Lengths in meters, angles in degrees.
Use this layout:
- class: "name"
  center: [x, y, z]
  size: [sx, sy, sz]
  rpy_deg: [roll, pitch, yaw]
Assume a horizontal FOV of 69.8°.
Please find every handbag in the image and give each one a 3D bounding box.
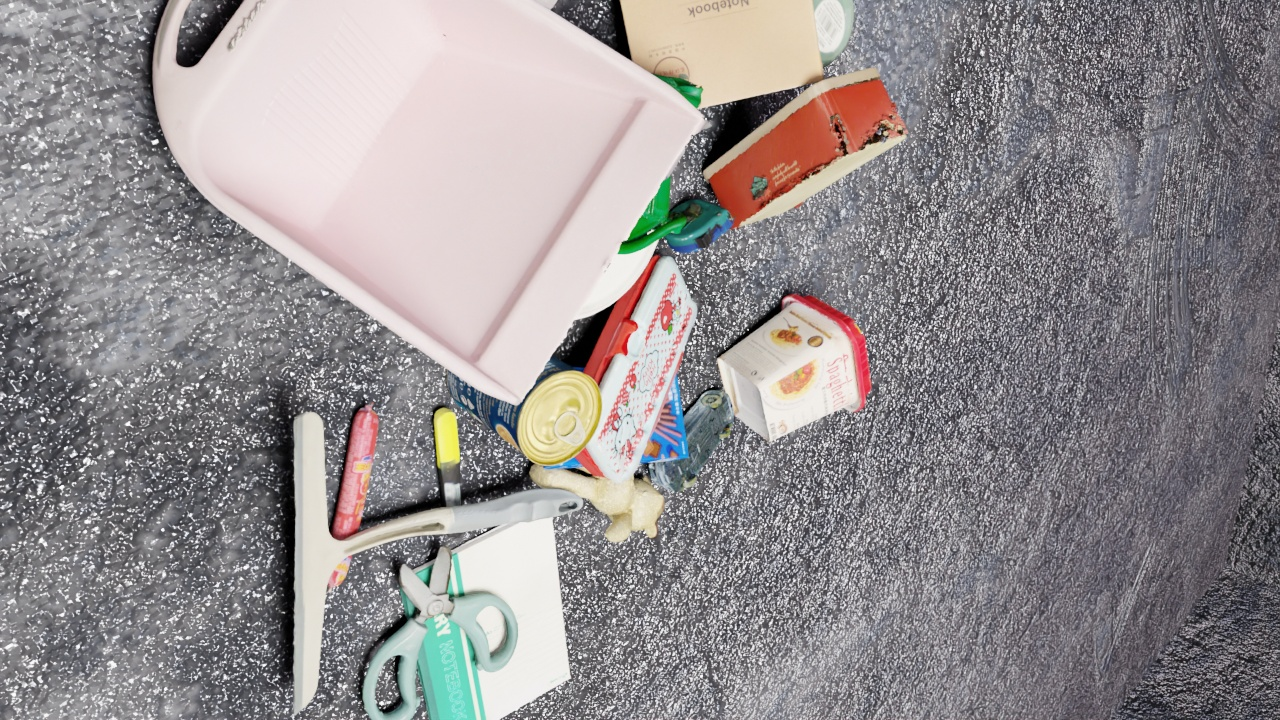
- class: "handbag"
  center: [-0.007, -0.147, 0.679]
  size: [0.120, 0.068, 0.131]
  rpy_deg: [-17, 119, -39]

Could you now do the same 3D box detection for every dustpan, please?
- class: "dustpan"
  center: [-0.135, -0.135, 0.537]
  size: [0.222, 0.273, 0.139]
  rpy_deg: [-61, 161, -8]

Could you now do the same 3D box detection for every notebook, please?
- class: "notebook"
  center: [0.053, -0.301, 0.691]
  size: [0.148, 0.008, 0.208]
  rpy_deg: [-13, 107, -2]
- class: "notebook"
  center: [-0.136, 0.248, 0.839]
  size: [0.150, 0.012, 0.209]
  rpy_deg: [-23, 122, -33]

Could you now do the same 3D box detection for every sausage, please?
- class: "sausage"
  center: [-0.218, 0.104, 0.693]
  size: [0.020, 0.020, 0.156]
  rpy_deg: [4, 105, -44]

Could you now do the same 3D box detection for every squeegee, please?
- class: "squeegee"
  center: [-0.156, 0.130, 0.723]
  size: [0.246, 0.039, 0.247]
  rpy_deg: [-9, 117, -37]

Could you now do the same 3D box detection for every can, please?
- class: "can"
  center: [-0.092, 0.025, 0.710]
  size: [0.075, 0.111, 0.075]
  rpy_deg: [-19, 122, -35]

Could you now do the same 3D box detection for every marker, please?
- class: "marker"
  center: [-0.157, 0.094, 0.751]
  size: [0.018, 0.015, 0.124]
  rpy_deg: [-20, 123, -35]

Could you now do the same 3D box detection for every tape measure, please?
- class: "tape measure"
  center: [0.047, -0.121, 0.814]
  size: [0.054, 0.058, 0.025]
  rpy_deg: [-43, 132, -16]

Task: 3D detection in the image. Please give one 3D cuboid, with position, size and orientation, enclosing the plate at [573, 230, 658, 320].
- class: "plate"
  center: [-0.055, -0.123, 0.727]
  size: [0.204, 0.046, 0.205]
  rpy_deg: [-18, 119, -37]

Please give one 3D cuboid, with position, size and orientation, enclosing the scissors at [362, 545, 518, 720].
- class: "scissors"
  center: [-0.160, 0.233, 0.789]
  size: [0.177, 0.019, 0.174]
  rpy_deg: [6, 105, -41]

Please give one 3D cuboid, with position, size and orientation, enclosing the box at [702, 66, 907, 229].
- class: "box"
  center: [0.142, -0.171, 0.791]
  size: [0.091, 0.169, 0.079]
  rpy_deg: [-23, 88, -34]

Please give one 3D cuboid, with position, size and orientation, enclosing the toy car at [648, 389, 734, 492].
- class: "toy car"
  center: [0.053, 0.078, 0.923]
  size: [0.120, 0.037, 0.054]
  rpy_deg: [-47, 133, -31]

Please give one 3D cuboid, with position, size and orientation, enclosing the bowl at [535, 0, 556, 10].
- class: "bowl"
  center: [-0.087, -0.274, 0.617]
  size: [0.118, 0.065, 0.118]
  rpy_deg: [-19, 120, -37]

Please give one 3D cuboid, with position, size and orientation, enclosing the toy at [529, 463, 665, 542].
- class: "toy"
  center: [-0.037, 0.117, 0.844]
  size: [0.157, 0.066, 0.105]
  rpy_deg: [33, 42, -42]

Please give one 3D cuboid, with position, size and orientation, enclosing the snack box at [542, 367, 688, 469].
- class: "snack box"
  center: [-0.023, 0.050, 0.819]
  size: [0.156, 0.026, 0.084]
  rpy_deg: [2, 76, -44]

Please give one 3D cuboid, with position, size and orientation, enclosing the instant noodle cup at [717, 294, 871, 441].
- class: "instant noodle cup"
  center: [0.155, 0.012, 0.941]
  size: [0.124, 0.116, 0.116]
  rpy_deg: [-30, 127, -16]

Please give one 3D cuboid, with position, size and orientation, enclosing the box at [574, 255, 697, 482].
- class: "box"
  center: [-0.001, 0.005, 0.786]
  size: [0.087, 0.049, 0.200]
  rpy_deg: [54, 48, -41]

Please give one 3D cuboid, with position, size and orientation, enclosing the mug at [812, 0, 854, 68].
- class: "mug"
  center: [0.106, -0.281, 0.763]
  size: [0.111, 0.106, 0.082]
  rpy_deg: [-34, 129, -27]
